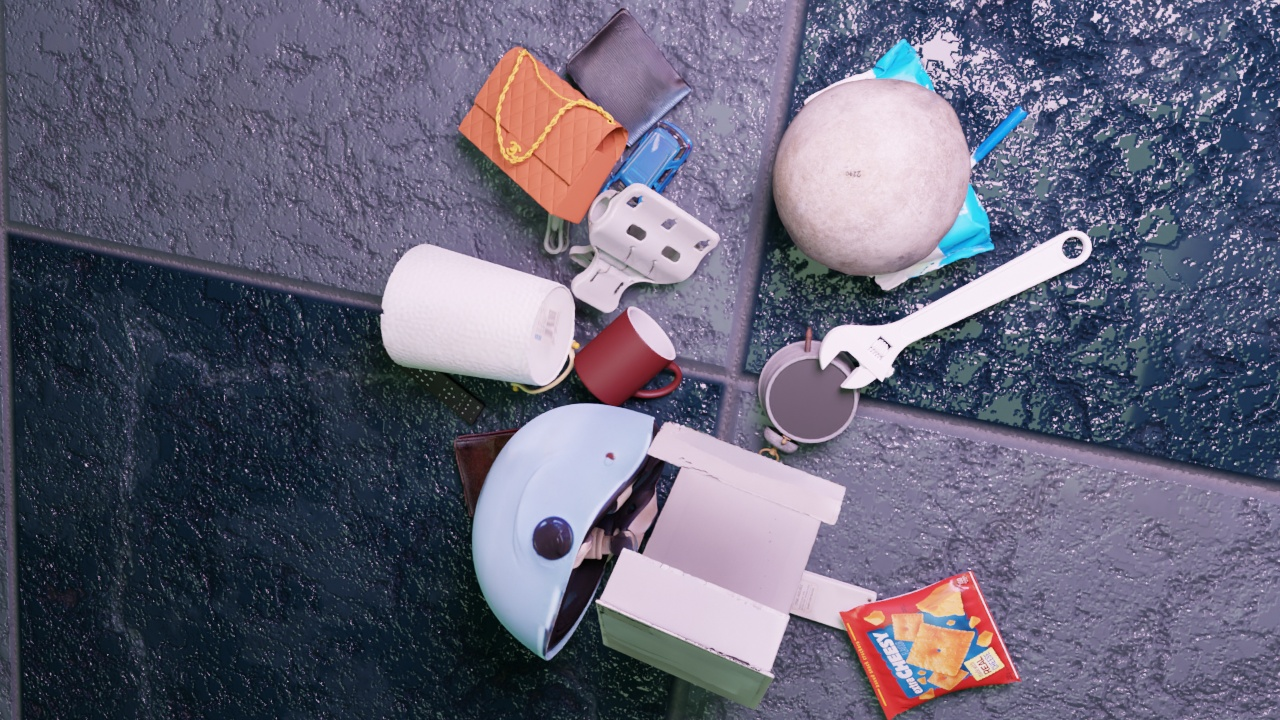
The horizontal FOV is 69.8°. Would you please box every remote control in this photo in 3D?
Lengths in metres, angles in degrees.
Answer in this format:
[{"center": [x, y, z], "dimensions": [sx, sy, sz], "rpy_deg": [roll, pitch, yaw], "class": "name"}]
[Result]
[{"center": [0.185, 0.257, 1.004], "dimensions": [0.136, 0.011, 0.050], "rpy_deg": [15, 106, 13], "class": "remote control"}, {"center": [-0.245, 0.022, 1.083], "dimensions": [0.140, 0.009, 0.030], "rpy_deg": [37, 109, 6], "class": "remote control"}]

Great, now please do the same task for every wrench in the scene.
[{"center": [0.299, -0.051, 0.877], "dimensions": [0.273, 0.018, 0.066], "rpy_deg": [-27, 94, 8], "class": "wrench"}]

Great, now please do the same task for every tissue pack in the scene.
[{"center": [0.239, -0.181, 0.860], "dimensions": [0.117, 0.066, 0.209], "rpy_deg": [-22, 88, 24], "class": "tissue pack"}]

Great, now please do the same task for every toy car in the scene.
[{"center": [0.001, -0.192, 0.947], "dimensions": [0.056, 0.043, 0.120], "rpy_deg": [42, 110, 4], "class": "toy car"}]

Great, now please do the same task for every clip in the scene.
[{"center": [-0.009, -0.115, 0.935], "dimensions": [0.124, 0.075, 0.144], "rpy_deg": [29, 134, -34], "class": "clip"}, {"center": [-0.088, -0.153, 0.991], "dimensions": [0.023, 0.045, 0.076], "rpy_deg": [12, 105, 15], "class": "clip"}]

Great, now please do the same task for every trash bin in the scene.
[{"center": [-0.162, -0.041, 0.950], "dimensions": [0.161, 0.133, 0.133], "rpy_deg": [13, 105, 19], "class": "trash bin"}]

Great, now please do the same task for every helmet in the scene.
[{"center": [-0.083, 0.165, 0.950], "dimensions": [0.167, 0.225, 0.265], "rpy_deg": [19, 79, 13], "class": "helmet"}]

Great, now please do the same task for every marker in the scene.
[{"center": [0.310, -0.183, 0.874], "dimensions": [0.013, 0.013, 0.142], "rpy_deg": [44, 110, 4], "class": "marker"}]

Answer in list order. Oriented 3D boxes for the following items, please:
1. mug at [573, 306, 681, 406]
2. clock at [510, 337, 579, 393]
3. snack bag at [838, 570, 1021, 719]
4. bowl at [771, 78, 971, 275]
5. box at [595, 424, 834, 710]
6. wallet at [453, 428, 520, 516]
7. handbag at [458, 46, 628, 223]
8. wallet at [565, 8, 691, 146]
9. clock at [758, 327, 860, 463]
[{"center": [-0.006, 0.006, 0.983], "dimensions": [0.083, 0.073, 0.105], "rpy_deg": [-41, 117, 20], "class": "mug"}, {"center": [-0.127, -0.028, 1.022], "dimensions": [0.099, 0.043, 0.129], "rpy_deg": [-34, 84, 20], "class": "clock"}, {"center": [0.302, 0.299, 0.963], "dimensions": [0.144, 0.039, 0.131], "rpy_deg": [-24, 94, 18], "class": "snack bag"}, {"center": [0.192, -0.163, 0.806], "dimensions": [0.179, 0.081, 0.178], "rpy_deg": [3, 97, 27], "class": "bowl"}, {"center": [0.091, 0.197, 0.955], "dimensions": [0.167, 0.378, 0.172], "rpy_deg": [21, 123, 11], "class": "box"}, {"center": [-0.156, 0.131, 1.072], "dimensions": [0.120, 0.031, 0.099], "rpy_deg": [-9, 96, 21], "class": "wallet"}, {"center": [-0.102, -0.234, 0.929], "dimensions": [0.172, 0.060, 0.109], "rpy_deg": [44, 108, 29], "class": "handbag"}, {"center": [-0.015, -0.291, 0.940], "dimensions": [0.089, 0.026, 0.115], "rpy_deg": [-40, 89, 18], "class": "wallet"}, {"center": [0.166, 0.045, 0.941], "dimensions": [0.104, 0.056, 0.148], "rpy_deg": [31, 104, -1], "class": "clock"}]
